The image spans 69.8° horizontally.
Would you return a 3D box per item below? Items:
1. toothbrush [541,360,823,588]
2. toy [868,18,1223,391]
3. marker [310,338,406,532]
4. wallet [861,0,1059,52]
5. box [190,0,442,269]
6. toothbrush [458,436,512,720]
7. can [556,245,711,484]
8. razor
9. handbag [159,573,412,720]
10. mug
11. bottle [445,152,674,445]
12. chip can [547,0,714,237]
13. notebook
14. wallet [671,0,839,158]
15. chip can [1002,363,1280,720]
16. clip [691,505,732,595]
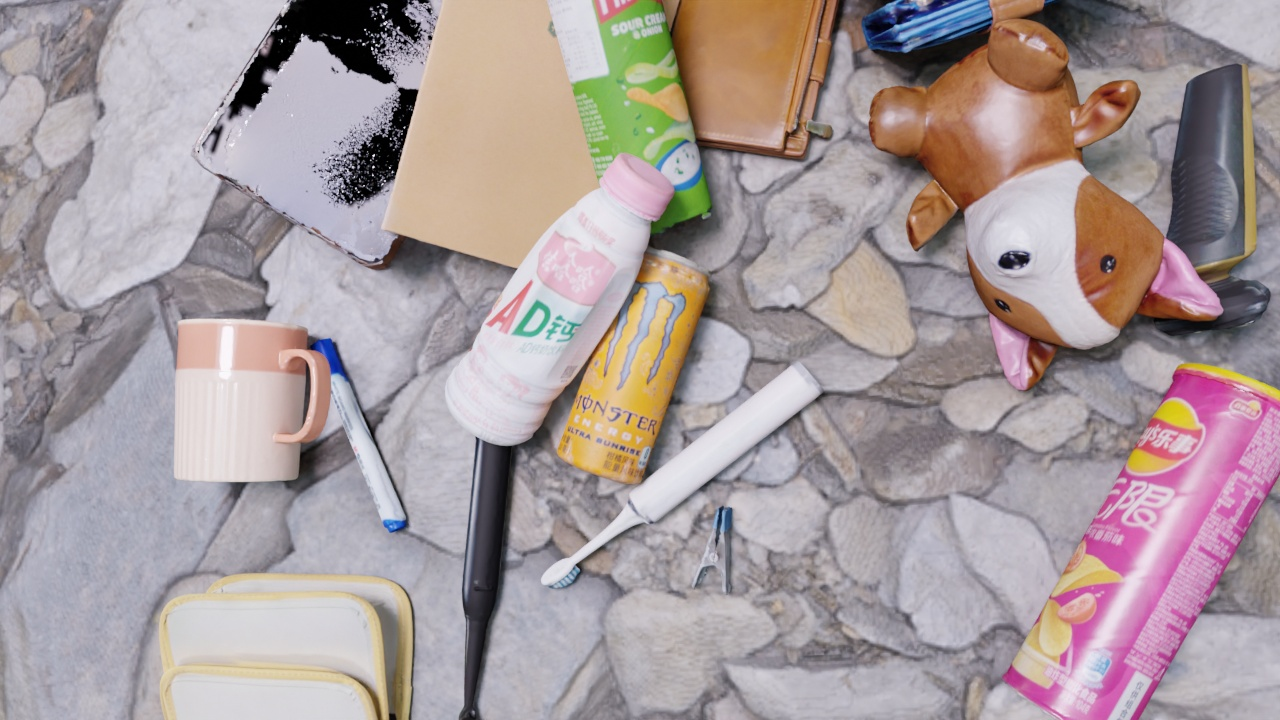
[{"bbox_3d":[0.023,0.078,0.592,0.221,0.026,0.026,-39,41,5],"label":"toothbrush"},{"bbox_3d":[0.224,-0.089,0.525,0.140,0.130,0.199,-25,90,43],"label":"toy"},{"bbox_3d":[-0.198,0.052,0.643,0.017,0.017,0.145,-27,80,7],"label":"marker"},{"bbox_3d":[0.207,-0.219,0.551,0.133,0.106,0.040,-19,107,9],"label":"wallet"},{"bbox_3d":[-0.194,-0.172,0.632,0.150,0.168,0.182,34,86,-29],"label":"box"},{"bbox_3d":[-0.106,0.151,0.610,0.026,0.027,0.212,7,84,-27],"label":"toothbrush"},{"bbox_3d":[-0.003,0.003,0.589,0.058,0.058,0.146,19,88,12],"label":"can"},{"bbox_3d":[0.340,-0.095,0.540,0.067,0.062,0.167,11,80,-18],"label":"razor"},{"bbox_3d":[-0.239,0.237,0.614,0.163,0.063,0.178,-2,87,12],"label":"handbag"},{"bbox_3d":[-0.259,0.028,0.622,0.115,0.081,0.106,0,86,23],"label":"mug"},{"bbox_3d":[-0.048,-0.035,0.565,0.068,0.068,0.197,43,115,12],"label":"bottle"},{"bbox_3d":[-0.016,-0.194,0.560,0.072,0.072,0.236,-13,108,9],"label":"chip can"},{"bbox_3d":[-0.067,-0.163,0.589,0.147,0.008,0.208,14,95,-23],"label":"notebook"},{"bbox_3d":[0.076,-0.203,0.606,0.119,0.035,0.130,13,88,12],"label":"wallet"},{"bbox_3d":[0.286,0.109,0.515,0.071,0.071,0.210,30,91,12],"label":"chip can"},{"bbox_3d":[0.048,0.120,0.586,0.028,0.024,0.057,10,93,16],"label":"clip"}]
